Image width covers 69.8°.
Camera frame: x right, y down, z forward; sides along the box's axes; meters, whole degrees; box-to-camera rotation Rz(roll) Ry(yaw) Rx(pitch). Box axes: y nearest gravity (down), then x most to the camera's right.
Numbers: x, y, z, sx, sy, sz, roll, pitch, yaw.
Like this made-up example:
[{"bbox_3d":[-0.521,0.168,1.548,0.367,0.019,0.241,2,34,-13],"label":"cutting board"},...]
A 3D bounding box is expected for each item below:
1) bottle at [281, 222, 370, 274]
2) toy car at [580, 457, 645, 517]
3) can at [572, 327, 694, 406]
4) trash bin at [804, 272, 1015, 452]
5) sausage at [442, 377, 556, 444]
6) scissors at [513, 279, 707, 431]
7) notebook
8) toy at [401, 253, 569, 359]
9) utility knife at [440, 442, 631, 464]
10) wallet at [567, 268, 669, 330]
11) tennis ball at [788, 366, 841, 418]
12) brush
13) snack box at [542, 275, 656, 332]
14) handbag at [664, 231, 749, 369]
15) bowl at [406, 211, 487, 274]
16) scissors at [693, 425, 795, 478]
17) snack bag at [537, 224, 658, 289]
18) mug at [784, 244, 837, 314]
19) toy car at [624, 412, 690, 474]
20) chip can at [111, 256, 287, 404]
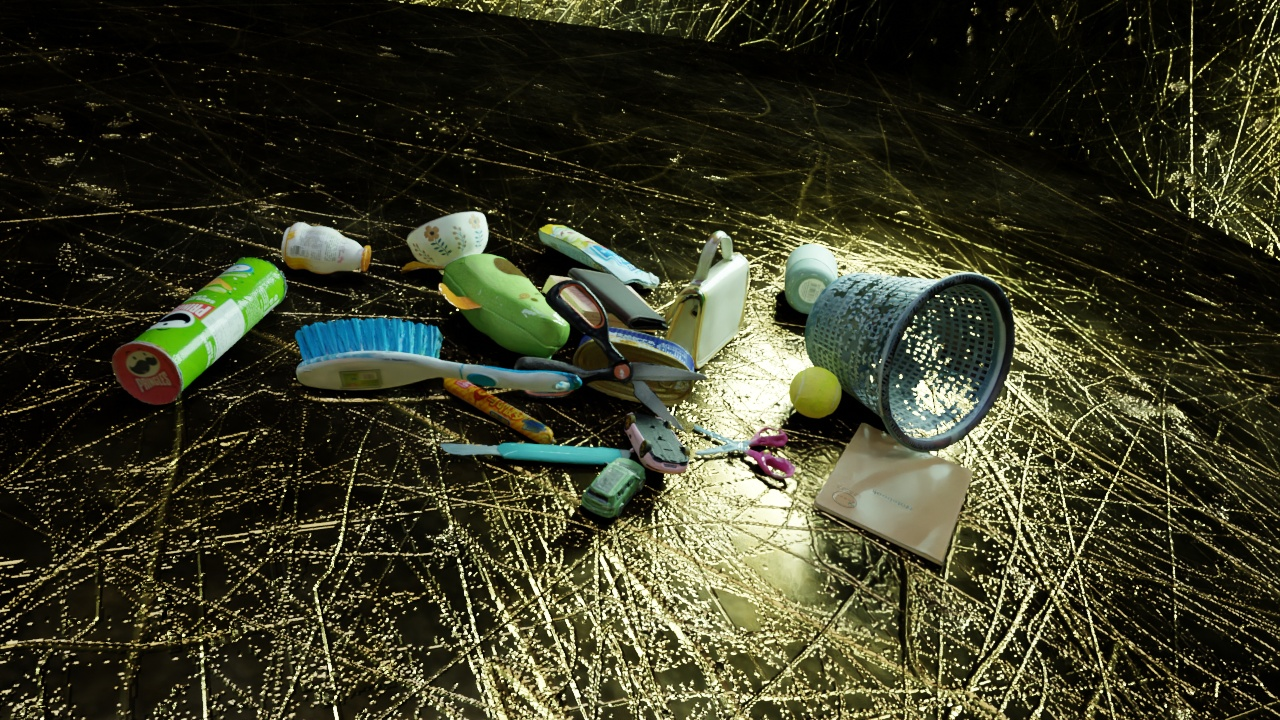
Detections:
[{"bbox_3d":[-0.416,-0.145,1.216,0.108,0.063,0.063,10,30,-5],"label":"bottle"},{"bbox_3d":[-0.026,0.127,0.943,0.043,0.036,0.091,21,27,16],"label":"toy car"},{"bbox_3d":[-0.007,0.007,1.118,0.148,0.075,0.049,14,26,0],"label":"can"},{"bbox_3d":[0.328,-0.021,1.184,0.226,0.227,0.195,-5,19,-29],"label":"trash bin"},{"bbox_3d":[-0.160,0.054,1.025,0.165,0.021,0.021,26,32,21],"label":"sausage"},{"bbox_3d":[-0.041,-0.002,1.070,0.221,0.222,0.021,-14,4,0],"label":"scissors"},{"bbox_3d":[0.300,0.148,1.069,0.148,0.008,0.207,24,31,18],"label":"notebook"},{"bbox_3d":[-0.179,-0.076,1.166,0.247,0.090,0.226,37,21,30],"label":"toy"},{"bbox_3d":[-0.108,0.099,0.978,0.209,0.013,0.029,6,31,-18],"label":"utility knife"},{"bbox_3d":[-0.028,-0.082,1.220,0.122,0.020,0.096,42,20,27],"label":"wallet"},{"bbox_3d":[0.221,0.040,1.160,0.065,0.066,0.065,10,30,-6],"label":"tennis ball"},{"bbox_3d":[-0.227,0.002,1.024,0.314,0.061,0.109,-3,39,-8],"label":"brush"},{"bbox_3d":[-0.049,-0.075,1.241,0.157,0.026,0.084,2,35,-47],"label":"snack box"},{"bbox_3d":[0.092,-0.096,1.229,0.063,0.179,0.162,20,31,21],"label":"handbag"},{"bbox_3d":[-0.263,-0.158,1.284,0.113,0.114,0.062,-15,82,-40],"label":"bowl"},{"bbox_3d":[0.125,0.098,1.076,0.133,0.017,0.128,22,33,22],"label":"scissors"},{"bbox_3d":[-0.062,-0.155,1.394,0.191,0.039,0.110,30,7,29],"label":"snack bag"},{"bbox_3d":[0.279,-0.117,1.450,0.111,0.082,0.106,43,27,-13],"label":"mug"},{"bbox_3d":[0.017,0.094,1.018,0.056,0.037,0.122,12,17,-18],"label":"toy car"},{"bbox_3d":[-0.474,-0.040,1.008,0.072,0.072,0.235,14,29,0],"label":"chip can"}]
